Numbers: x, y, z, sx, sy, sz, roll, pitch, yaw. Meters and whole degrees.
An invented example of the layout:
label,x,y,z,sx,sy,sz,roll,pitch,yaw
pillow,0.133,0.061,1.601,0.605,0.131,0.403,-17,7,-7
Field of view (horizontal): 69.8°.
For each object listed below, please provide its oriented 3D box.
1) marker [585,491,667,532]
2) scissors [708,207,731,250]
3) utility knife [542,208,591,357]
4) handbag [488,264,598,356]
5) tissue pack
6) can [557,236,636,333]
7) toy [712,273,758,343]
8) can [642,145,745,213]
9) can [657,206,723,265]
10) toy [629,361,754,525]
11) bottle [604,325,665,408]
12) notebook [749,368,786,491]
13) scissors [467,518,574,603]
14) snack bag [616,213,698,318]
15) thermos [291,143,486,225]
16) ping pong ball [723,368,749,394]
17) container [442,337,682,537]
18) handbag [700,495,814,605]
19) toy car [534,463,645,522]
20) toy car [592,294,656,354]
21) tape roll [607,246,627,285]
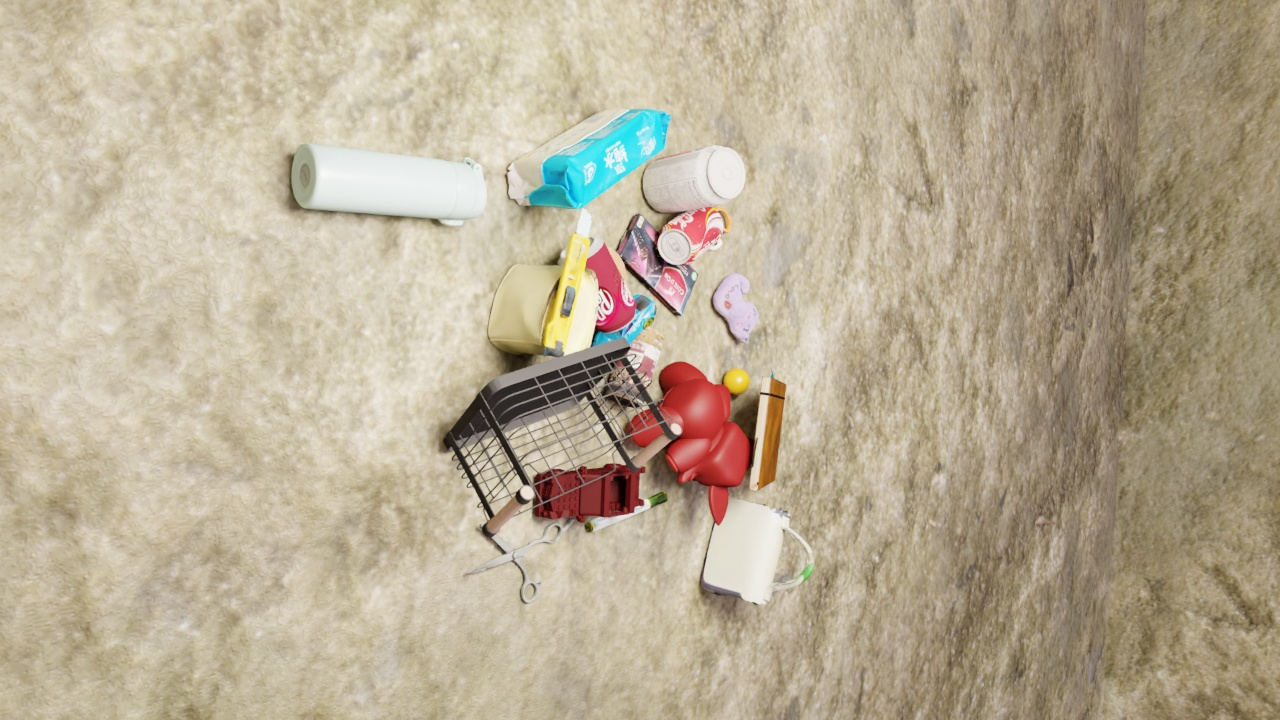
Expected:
label,x,y,z,sx,sy,sz,roll,pitch,yaw
marker,-0.017,0.212,1.283,0.146,0.017,0.017,-15,104,-42
scissors,0.084,-0.212,1.351,0.131,0.013,0.073,32,75,-37
utility knife,-0.081,-0.088,1.039,0.030,0.017,0.175,19,78,-41
handbag,-0.113,-0.060,1.099,0.081,0.119,0.111,19,80,-41
tissue pack,-0.060,-0.255,1.136,0.208,0.117,0.066,-43,126,-33
can,-0.053,-0.095,1.151,0.063,0.063,0.114,-46,123,-31
toy,0.151,-0.083,1.407,0.099,0.036,0.080,48,63,-33
can,0.071,-0.244,1.243,0.078,0.136,0.078,-1,92,-38
can,0.069,-0.176,1.286,0.104,0.064,0.064,-44,123,-52
toy,0.087,0.112,1.303,0.197,0.121,0.158,54,47,-25
bottle,-0.007,0.007,1.248,0.056,0.056,0.105,30,73,-41
notebook,0.195,0.102,1.390,0.249,0.014,0.178,15,82,-75
scissors,-0.148,0.239,1.164,0.171,0.014,0.142,-38,121,-36
snack bag,0.025,-0.134,1.296,0.155,0.018,0.074,41,63,-40
thermos,-0.261,-0.188,0.984,0.206,0.065,0.078,-3,118,-44
ping pong ball,0.148,0.032,1.410,0.040,0.040,0.040,-4,96,-43
container,-0.092,0.088,1.070,0.240,0.163,0.130,-19,72,-41
handbag,0.190,0.294,1.377,0.074,0.176,0.151,25,76,-44
toy car,-0.056,0.174,1.211,0.169,0.062,0.070,0,93,-44
toy car,-0.023,-0.045,1.221,0.105,0.048,0.032,-49,148,-10
tape roll,-0.061,-0.105,1.208,0.093,0.027,0.094,-4,96,-43
